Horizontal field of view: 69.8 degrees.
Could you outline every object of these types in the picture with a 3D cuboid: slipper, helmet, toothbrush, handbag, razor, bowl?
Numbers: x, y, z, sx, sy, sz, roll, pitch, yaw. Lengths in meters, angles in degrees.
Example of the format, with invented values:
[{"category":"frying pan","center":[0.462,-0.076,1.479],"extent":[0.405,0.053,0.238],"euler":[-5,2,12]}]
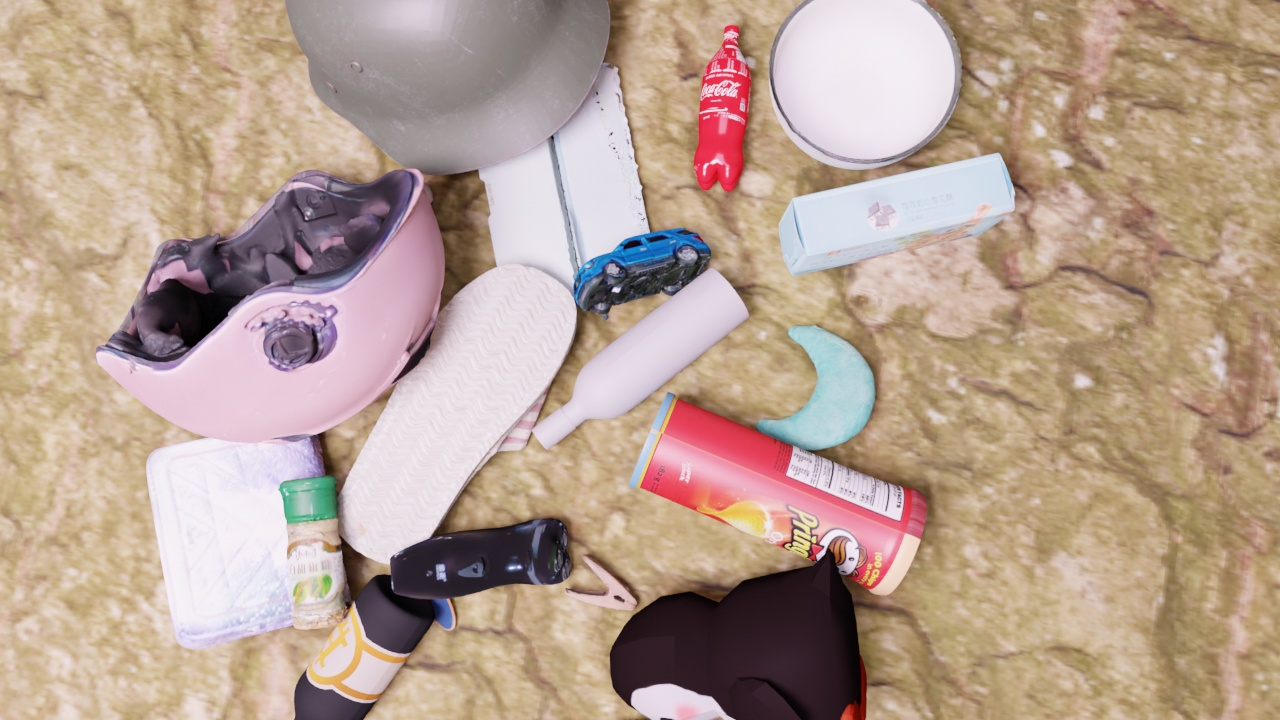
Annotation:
[{"category":"slipper","center":[-0.144,0.043,0.739],"extent":[0.115,0.052,0.263],"euler":[34,87,-3]},{"category":"helmet","center":[-0.249,-0.035,0.679],"extent":[0.255,0.230,0.152],"euler":[-31,120,-4]},{"category":"helmet","center":[-0.176,-0.285,0.715],"extent":[0.268,0.154,0.226],"euler":[8,73,23]},{"category":"toothbrush","center":[-0.184,0.158,0.745],"extent":[0.021,0.017,0.135],"euler":[-28,84,2]},{"category":"handbag","center":[-0.307,0.135,0.727],"extent":[0.126,0.069,0.158],"euler":[-11,84,-16]},{"category":"razor","center":[-0.121,0.157,0.711],"extent":[0.140,0.064,0.053],"euler":[-5,89,-23]},{"category":"bowl","center":[0.178,-0.227,0.761],"extent":[0.153,0.073,0.153],"euler":[0,83,0]}]

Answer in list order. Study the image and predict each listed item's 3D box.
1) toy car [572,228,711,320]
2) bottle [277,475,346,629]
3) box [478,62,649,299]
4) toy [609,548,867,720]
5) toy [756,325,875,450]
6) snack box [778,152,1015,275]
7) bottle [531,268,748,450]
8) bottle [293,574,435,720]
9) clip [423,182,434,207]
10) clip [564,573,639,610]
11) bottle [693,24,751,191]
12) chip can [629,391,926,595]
[{"category":"toy car","center":[-0.001,-0.073,0.737],"extent":[0.120,0.056,0.043],"euler":[-20,67,-29]},{"category":"bottle","center":[-0.246,0.143,0.690],"extent":[0.043,0.043,0.111],"euler":[-6,84,-1]},{"category":"box","center":[-0.068,-0.148,0.770],"extent":[0.136,0.044,0.197],"euler":[-11,87,-2]},{"category":"toy","center":[0.066,0.212,0.680],"extent":[0.184,0.159,0.140],"euler":[-6,94,17]},{"category":"toy","center":[0.149,0.027,0.754],"extent":[0.085,0.033,0.105],"euler":[17,81,16]},{"category":"snack box","center":[0.204,-0.117,0.747],"extent":[0.174,0.075,0.053],"euler":[-13,82,-2]},{"category":"bottle","center":[-0.004,0.004,0.744],"extent":[0.195,0.052,0.052],"euler":[-38,84,-4]},{"category":"bottle","center":[-0.234,0.255,0.711],"extent":[0.059,0.059,0.181],"euler":[36,92,4]},{"category":"clip","center":[-0.206,-0.131,0.780],"extent":[0.060,0.050,0.026],"euler":[-14,79,-43]},{"category":"clip","center":[-0.031,0.189,0.738],"extent":[0.061,0.026,0.049],"euler":[-23,93,-10]},{"category":"bottle","center":[0.071,-0.214,0.776],"extent":[0.042,0.042,0.141],"euler":[6,83,1]},{"category":"chip can","center":[0.105,0.102,0.716],"extent":[0.213,0.087,0.087],"euler":[22,84,4]}]
